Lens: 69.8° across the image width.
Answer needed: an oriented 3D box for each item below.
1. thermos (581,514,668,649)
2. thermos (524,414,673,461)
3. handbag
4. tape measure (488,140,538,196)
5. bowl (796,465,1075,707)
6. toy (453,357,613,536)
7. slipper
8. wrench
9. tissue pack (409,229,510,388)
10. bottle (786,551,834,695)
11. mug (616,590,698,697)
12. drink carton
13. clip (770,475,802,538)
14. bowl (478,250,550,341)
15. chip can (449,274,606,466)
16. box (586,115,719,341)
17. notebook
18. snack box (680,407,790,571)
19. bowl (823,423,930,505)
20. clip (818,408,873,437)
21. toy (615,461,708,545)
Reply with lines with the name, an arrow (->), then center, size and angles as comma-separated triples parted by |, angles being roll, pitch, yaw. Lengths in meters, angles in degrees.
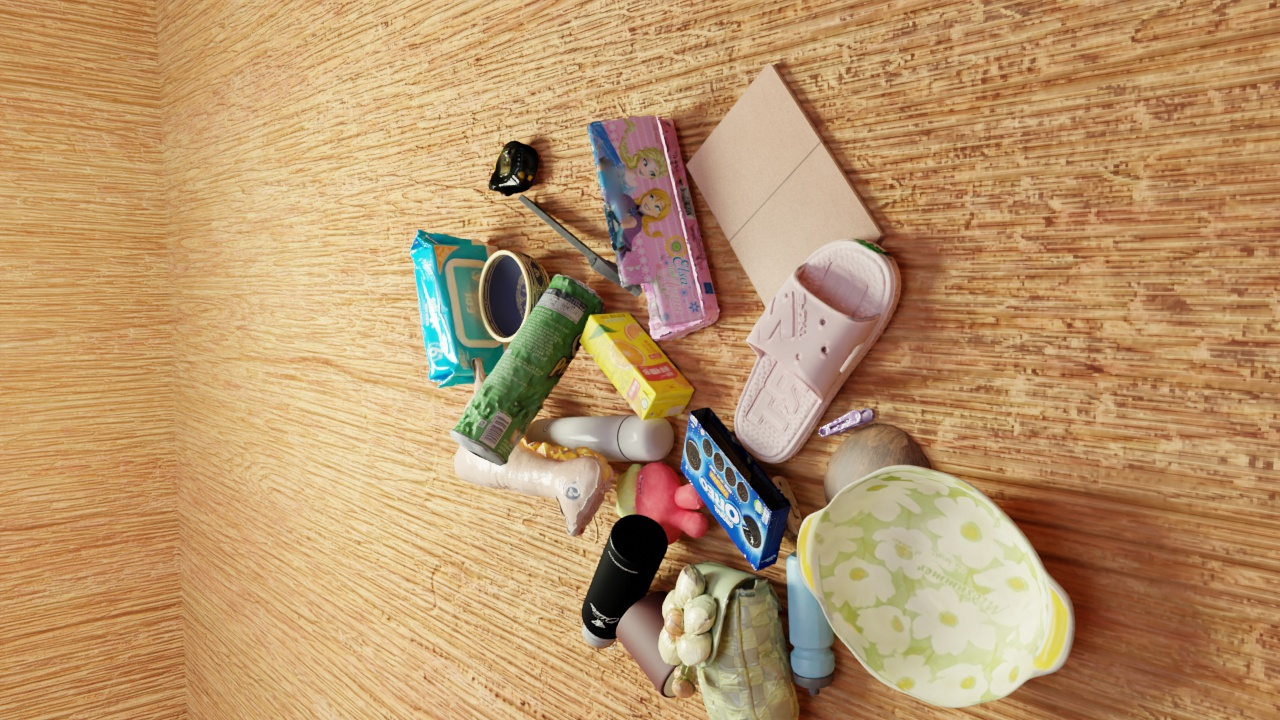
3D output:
thermos -> -0.027, 0.258, 1.016 | 0.061, 0.061, 0.232 | 55, 146, 30
thermos -> -0.050, 0.090, 1.057 | 0.225, 0.052, 0.052 | -7, 88, 49
handbag -> 0.078, 0.283, 0.874 | 0.113, 0.116, 0.186 | 171, 90, -67
tape measure -> -0.158, -0.244, 1.155 | 0.067, 0.038, 0.062 | 3, 80, 50
bowl -> 0.233, 0.169, 0.721 | 0.220, 0.060, 0.188 | 12, 108, 39
toy -> -0.131, 0.093, 1.064 | 0.265, 0.065, 0.196 | 0, 84, 44
slipper -> 0.139, -0.004, 0.817 | 0.094, 0.064, 0.240 | 43, 126, 28
wrench -> -0.078, -0.140, 1.068 | 0.018, 0.073, 0.273 | -55, 44, 8
tissue pack -> -0.232, -0.070, 1.205 | 0.066, 0.116, 0.209 | -18, 80, 42
bottle -> 0.157, 0.242, 0.842 | 0.040, 0.040, 0.130 | -1, 93, 49
mug -> 0.037, 0.287, 0.968 | 0.106, 0.073, 0.082 | -51, 52, 6
drink carton -> -0.006, 0.006, 0.995 | 0.134, 0.058, 0.043 | 50, 130, 34
clip -> 0.129, 0.143, 0.878 | 0.043, 0.024, 0.061 | -32, 73, 46
bowl -> -0.146, -0.080, 1.145 | 0.113, 0.061, 0.112 | 5, 97, 49
chip can -> -0.125, 0.012, 1.033 | 0.075, 0.075, 0.223 | 14, 66, 48
box -> 0.001, -0.138, 0.945 | 0.085, 0.096, 0.230 | -23, 75, 48
notebook -> 0.128, -0.154, 0.865 | 0.142, 0.008, 0.209 | -47, 59, 40
snack box -> 0.088, 0.122, 0.888 | 0.150, 0.027, 0.082 | 52, 145, 45
bowl -> 0.198, 0.111, 0.794 | 0.102, 0.026, 0.114 | 57, 131, 29
clip -> 0.179, 0.056, 0.811 | 0.053, 0.036, 0.013 | -43, 59, 57
toy -> 0.022, 0.155, 0.985 | 0.135, 0.045, 0.092 | 7, 102, 46
